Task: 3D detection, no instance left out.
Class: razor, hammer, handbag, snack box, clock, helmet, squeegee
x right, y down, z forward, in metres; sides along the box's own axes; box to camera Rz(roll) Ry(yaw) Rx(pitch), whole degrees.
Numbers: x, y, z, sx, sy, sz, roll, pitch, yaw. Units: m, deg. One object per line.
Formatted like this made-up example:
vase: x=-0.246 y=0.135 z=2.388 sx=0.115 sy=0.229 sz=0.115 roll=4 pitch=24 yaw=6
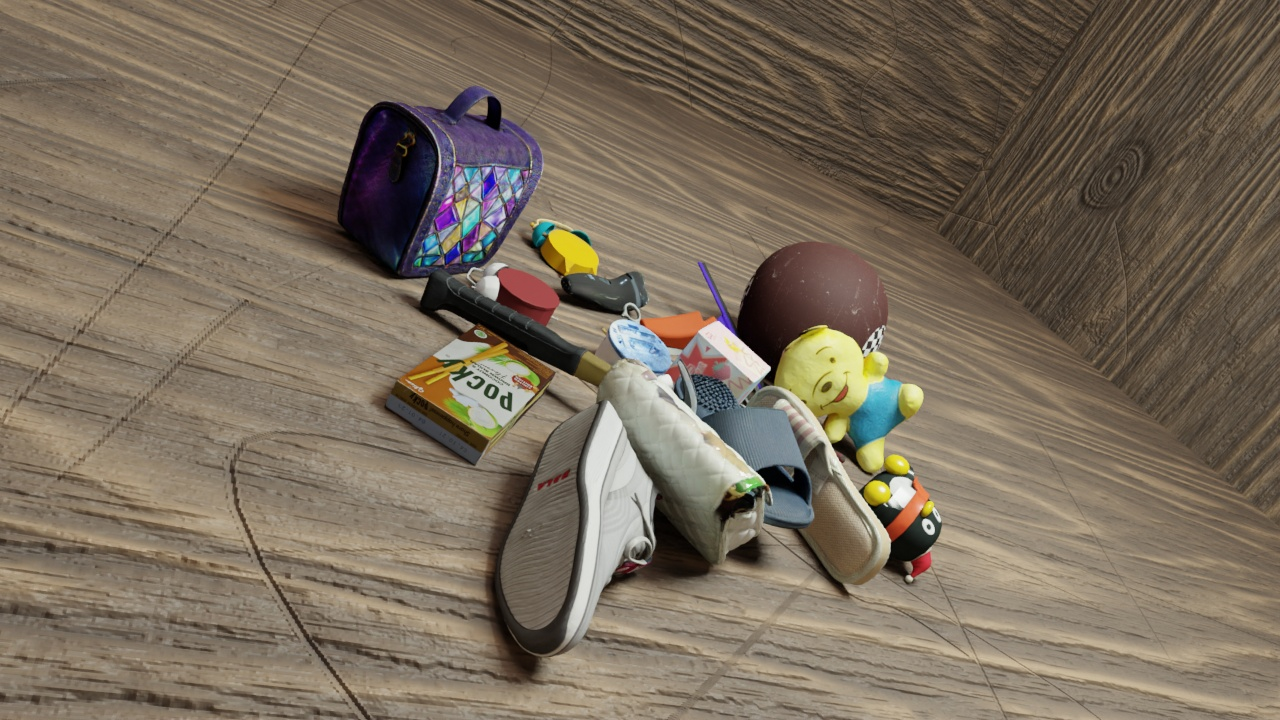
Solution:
razor: x=-0.047 y=-0.102 z=1.277 sx=0.140 sy=0.064 sz=0.053 roll=7 pitch=32 yaw=-45
hammer: x=-0.090 y=-0.009 z=1.007 sx=0.333 sy=0.118 sz=0.025 roll=28 pitch=21 yaw=6
handbag: x=0.041 y=0.095 z=0.891 sx=0.072 sy=0.139 sz=0.195 roll=-35 pitch=61 yaw=-20
snack box: x=0.092 y=0.019 z=1.158 sx=0.095 sy=0.093 sz=0.079 roll=44 pitch=26 yaw=9
handbag: x=-0.230 y=-0.222 z=1.094 sx=0.125 sy=0.222 sz=0.204 roll=39 pitch=24 yaw=17
clock: x=-0.109 y=-0.165 z=1.359 sx=0.099 sy=0.044 sz=0.129 roll=9 pitch=39 yaw=-41
clock: x=-0.155 y=-0.078 z=1.124 sx=0.124 sy=0.044 sz=0.087 roll=27 pitch=24 yaw=-9
snack box: x=-0.164 y=0.028 z=0.920 sx=0.101 sy=0.032 sz=0.185 roll=32 pitch=23 yaw=2
helmet: x=0.264 y=-0.051 z=1.396 sx=0.233 sy=0.254 sz=0.233 roll=27 pitch=29 yaw=16
squeegee: x=0.067 y=-0.042 z=1.307 sx=0.184 sy=0.055 sz=0.249 roll=3 pitch=55 yaw=-43
clock: x=-0.007 y=0.007 z=1.119 sx=0.088 sy=0.052 sz=0.125 roll=14 pitch=39 yaw=-34

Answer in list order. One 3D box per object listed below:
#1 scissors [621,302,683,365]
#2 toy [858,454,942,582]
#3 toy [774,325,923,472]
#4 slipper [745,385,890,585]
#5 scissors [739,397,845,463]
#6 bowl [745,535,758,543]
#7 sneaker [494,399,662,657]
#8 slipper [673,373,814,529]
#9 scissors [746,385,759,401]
scissors: x=0.009 y=-0.010 z=1.208 sx=0.164 sy=0.014 sz=0.141 roll=-30 pitch=84 yaw=-45
toy: x=0.308 y=0.190 z=1.089 sx=0.119 sy=0.100 sz=0.097 roll=42 pitch=46 yaw=10
toy: x=0.276 y=0.042 z=1.268 sx=0.214 sy=0.149 sz=0.084 roll=30 pitch=14 yaw=-13
slipper: x=0.185 y=0.133 z=1.036 sx=0.052 sy=0.115 sz=0.262 roll=10 pitch=37 yaw=-39
scissors: x=0.192 y=0.105 z=1.219 sx=0.199 sy=0.015 sz=0.179 roll=26 pitch=24 yaw=-10
bowl: x=0.086 y=0.143 z=0.992 sx=0.119 sy=0.032 sz=0.119 roll=26 pitch=24 yaw=-13
sneaker: x=-0.037 y=0.154 z=0.769 sx=0.128 sy=0.097 sz=0.262 roll=48 pitch=27 yaw=-21
slipper: x=0.110 y=0.074 z=0.998 sx=0.101 sy=0.083 sz=0.263 roll=3 pitch=31 yaw=-25
scissors: x=0.174 y=0.090 z=1.189 sx=0.153 sy=0.013 sz=0.163 roll=25 pitch=35 yaw=7
